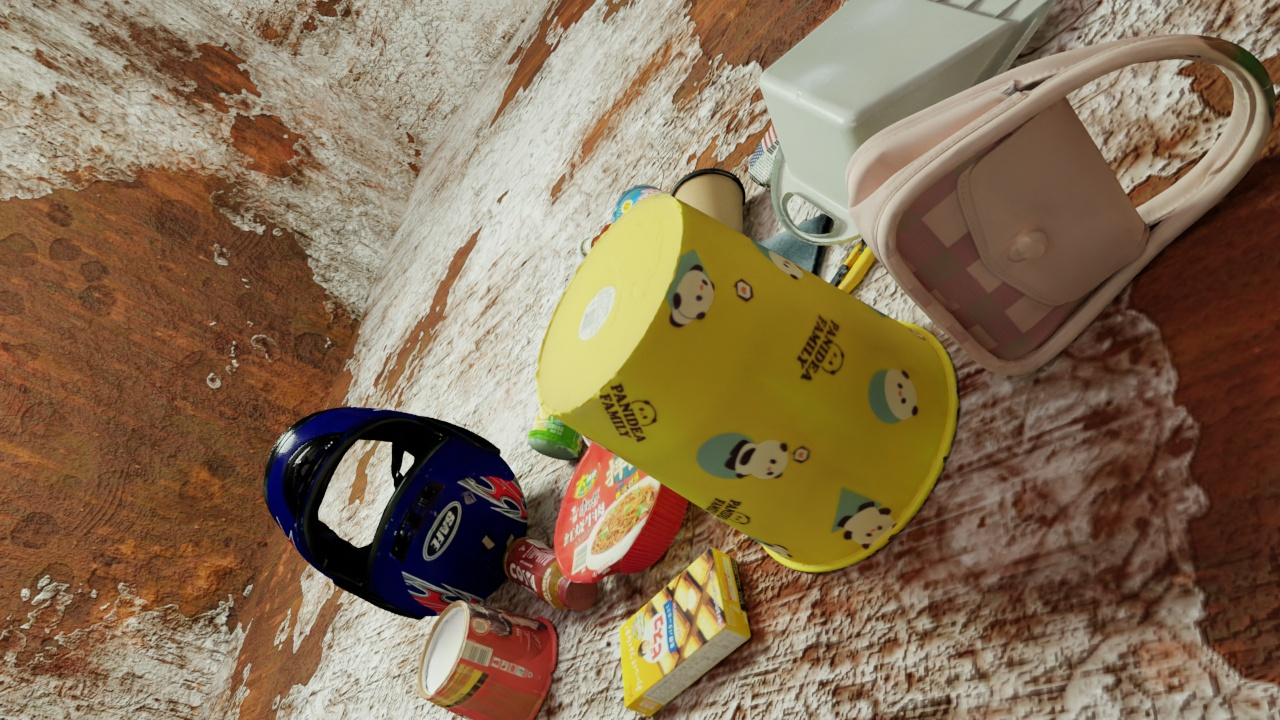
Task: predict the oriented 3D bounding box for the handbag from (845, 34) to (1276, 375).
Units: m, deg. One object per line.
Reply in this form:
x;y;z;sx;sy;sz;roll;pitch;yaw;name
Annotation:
0.270;-0.109;0.580;0.235;0.193;0.093;-35;36;26;handbag

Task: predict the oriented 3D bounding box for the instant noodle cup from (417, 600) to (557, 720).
-0.173;0.334;1.018;0.138;0.108;0.137;-43;30;32;instant noodle cup

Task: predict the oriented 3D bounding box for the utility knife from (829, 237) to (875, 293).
0.176;-0.051;0.875;0.172;0.015;0.033;-56;22;10;utility knife

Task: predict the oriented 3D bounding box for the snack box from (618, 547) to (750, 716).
0.036;0.241;0.814;0.141;0.033;0.086;-49;27;27;snack box

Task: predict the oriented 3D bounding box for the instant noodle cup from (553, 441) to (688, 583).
-0.012;0.150;0.959;0.194;0.066;0.193;-44;29;31;instant noodle cup

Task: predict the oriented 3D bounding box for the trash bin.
0.073;0.014;0.719;0.230;0.255;0.229;-43;31;33;trash bin

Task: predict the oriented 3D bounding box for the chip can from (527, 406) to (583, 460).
-0.083;0.024;1.216;0.073;0.072;0.220;-17;50;56;chip can

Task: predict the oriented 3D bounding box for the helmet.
-0.276;0.191;1.137;0.241;0.315;0.247;17;76;30;helmet

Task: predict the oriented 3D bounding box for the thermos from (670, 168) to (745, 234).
0.084;-0.157;1.083;0.093;0.093;0.143;-40;41;38;thermos

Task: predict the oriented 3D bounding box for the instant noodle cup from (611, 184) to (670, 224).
0.032;-0.180;1.203;0.110;0.099;0.099;18;80;57;instant noodle cup

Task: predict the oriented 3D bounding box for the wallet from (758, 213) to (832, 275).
0.149;-0.100;0.976;0.121;0.019;0.097;-20;46;52;wallet

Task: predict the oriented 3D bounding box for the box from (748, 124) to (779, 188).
0.187;-0.271;1.066;0.164;0.051;0.068;-51;17;16;box

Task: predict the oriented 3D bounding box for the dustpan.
0.232;-0.243;0.896;0.257;0.143;0.222;-35;40;-4;dustpan

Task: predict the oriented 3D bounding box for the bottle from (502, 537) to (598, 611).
-0.102;0.243;1.038;0.175;0.057;0.057;1;65;62;bottle

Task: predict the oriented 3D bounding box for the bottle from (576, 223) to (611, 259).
-0.039;-0.176;1.361;0.206;0.059;0.059;1;64;63;bottle

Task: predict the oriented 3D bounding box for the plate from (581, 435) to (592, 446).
-0.006;0.006;1.084;0.230;0.028;0.229;-26;58;49;plate
